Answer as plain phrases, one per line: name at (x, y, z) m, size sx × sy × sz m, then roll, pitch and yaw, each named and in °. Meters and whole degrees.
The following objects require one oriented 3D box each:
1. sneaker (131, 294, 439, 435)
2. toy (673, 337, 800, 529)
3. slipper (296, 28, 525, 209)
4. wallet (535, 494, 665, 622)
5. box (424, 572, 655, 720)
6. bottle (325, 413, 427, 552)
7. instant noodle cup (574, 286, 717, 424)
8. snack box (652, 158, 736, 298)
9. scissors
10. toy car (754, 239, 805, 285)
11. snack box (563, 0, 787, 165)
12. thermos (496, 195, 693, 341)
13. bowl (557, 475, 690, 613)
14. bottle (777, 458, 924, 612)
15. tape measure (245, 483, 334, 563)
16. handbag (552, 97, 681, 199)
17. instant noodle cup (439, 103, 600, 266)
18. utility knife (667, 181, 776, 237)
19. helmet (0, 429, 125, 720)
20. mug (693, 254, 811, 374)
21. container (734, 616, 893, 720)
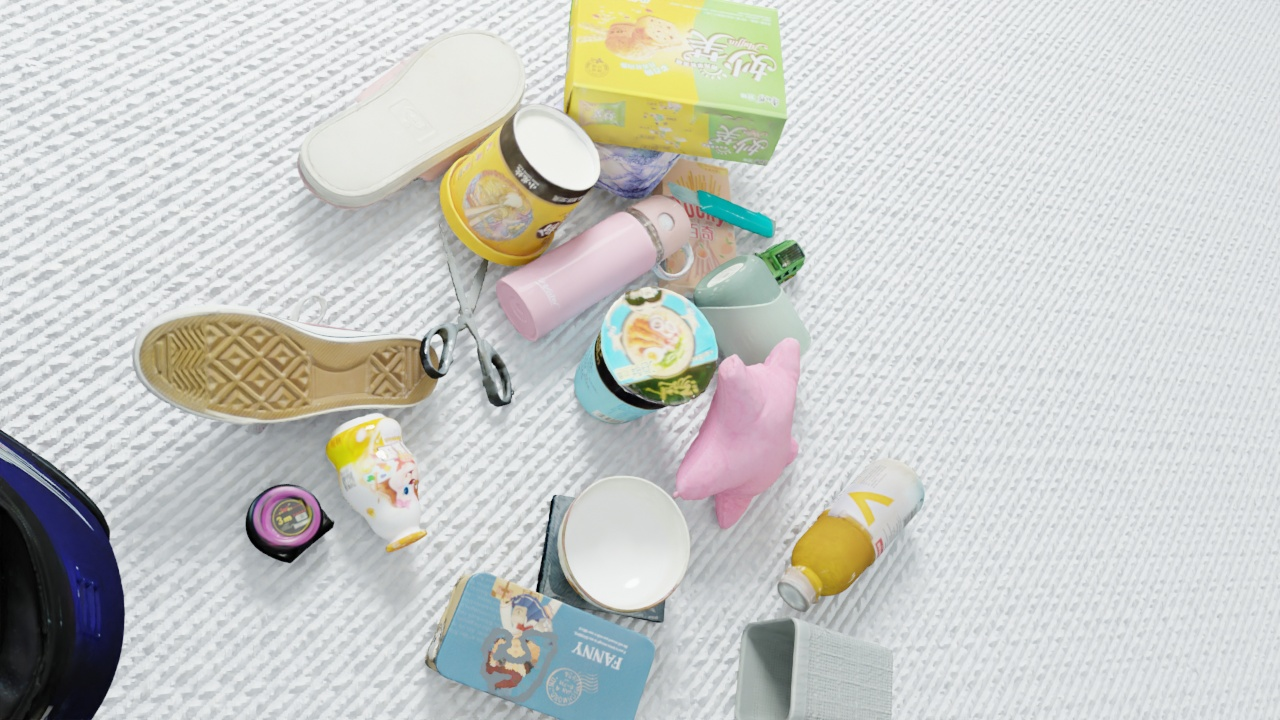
sneaker at (-0.284, 0.003, 0.739) m, size 0.240 × 0.088 × 0.118 m, roll 3°, pitch 92°, yaw -44°
toy at (0.092, 0.068, 0.844) m, size 0.075 × 0.195 × 0.178 m, roll 27°, pitch 50°, yaw 35°
slipper at (-0.212, -0.229, 0.878) m, size 0.114 × 0.055 × 0.273 m, roll 42°, pitch 57°, yaw -4°
wallet at (-0.030, 0.178, 0.823) m, size 0.120 × 0.019 × 0.097 m, roll 14°, pitch 66°, yaw -17°
box at (-0.076, 0.241, 0.747) m, size 0.184 × 0.064 × 0.089 m, roll 23°, pitch 70°, yaw -12°
bottle at (-0.210, 0.100, 0.746) m, size 0.063 × 0.063 × 0.108 m, roll -21°, pitch 80°, yaw -29°
instant noodle cup at (-0.005, 0.005, 0.841) m, size 0.111 × 0.121 × 0.111 m, roll 8°, pitch 69°, yaw -21°
snack box at (0.058, -0.141, 0.980) m, size 0.084 × 0.026 × 0.157 m, roll 5°, pitch 69°, yaw -22°
scissors at (-0.154, -0.037, 0.826) m, size 0.159 × 0.014 × 0.180 m, roll 59°, pitch 29°, yaw -23°
toy car at (0.140, -0.101, 0.997) m, size 0.091 × 0.036 × 0.043 m, roll -32°, pitch 87°, yaw -27°
snack box at (0.033, -0.284, 0.900) m, size 0.210 × 0.070 × 0.157 m, roll 6°, pitch 60°, yaw -9°
thermos at (-0.035, -0.086, 0.885) m, size 0.198 × 0.067 × 0.087 m, roll -32°, pitch 98°, yaw -25°
bowl at (-0.021, 0.160, 0.788) m, size 0.113 × 0.062 × 0.113 m, roll 7°, pitch 70°, yaw -20°
bottle at (0.205, 0.171, 0.900) m, size 0.189 × 0.068 × 0.068 m, roll -37°, pitch 88°, yaw -30°
tape measure at (-0.279, 0.126, 0.720) m, size 0.058 × 0.039 × 0.056 m, roll 48°, pitch 59°, yaw -6°
handbag at (-0.009, -0.259, 0.963) m, size 0.134 × 0.076 × 0.193 m, roll 32°, pitch 59°, yaw 9°
instant noodle cup at (-0.107, -0.166, 0.850) m, size 0.118 × 0.115 × 0.118 m, roll 22°, pitch 51°, yaw -31°
utility knife at (0.090, -0.158, 0.967) m, size 0.196 × 0.013 × 0.029 m, roll 10°, pitch 68°, yaw -49°
helmet at (-0.459, 0.132, 0.515) m, size 0.315 × 0.241 × 0.246 m, roll 45°, pitch 58°, yaw -14°
mug at (0.097, -0.037, 0.919) m, size 0.112 × 0.082 × 0.106 m, roll -31°, pitch 107°, yaw 11°
container at (0.159, 0.289, 0.824) m, size 0.114 × 0.090 × 0.090 m, roll 19°, pitch 64°, yaw -20°
